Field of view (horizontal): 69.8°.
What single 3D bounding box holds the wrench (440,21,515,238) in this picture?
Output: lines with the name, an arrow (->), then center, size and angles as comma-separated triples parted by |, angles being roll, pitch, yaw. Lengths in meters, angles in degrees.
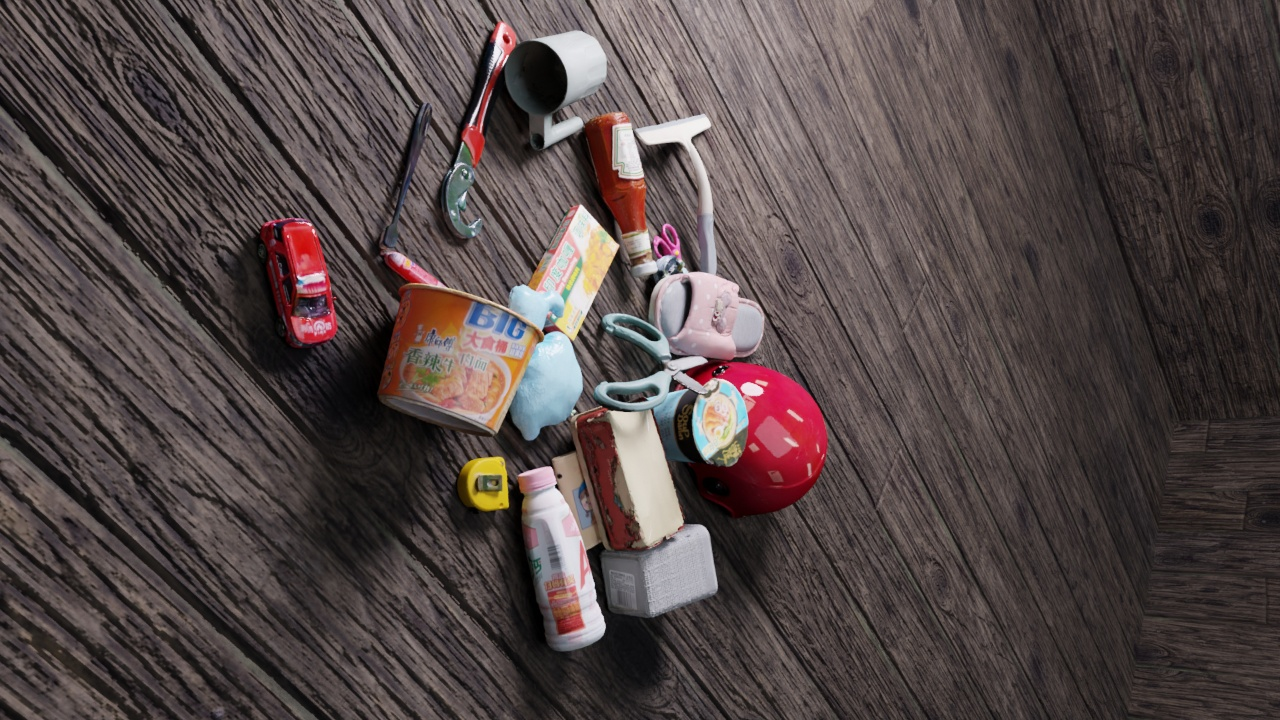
wrench -> -0.179, -0.265, 1.033 | 0.056, 0.016, 0.273 | 27, 65, -46

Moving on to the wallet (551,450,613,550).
wallet -> -0.059, 0.160, 1.095 | 0.087, 0.024, 0.115 | -18, 95, -42

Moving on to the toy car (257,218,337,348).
toy car -> -0.312, -0.071, 0.840 | 0.052, 0.045, 0.120 | -18, 100, -46

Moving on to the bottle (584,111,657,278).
bottle -> -0.020, -0.208, 1.166 | 0.059, 0.060, 0.206 | -23, 101, -47

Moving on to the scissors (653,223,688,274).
scissors -> 0.056, -0.123, 1.269 | 0.135, 0.017, 0.063 | 59, 44, -28

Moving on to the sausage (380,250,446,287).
sausage -> -0.212, -0.071, 0.966 | 0.156, 0.020, 0.020 | 41, 56, -36

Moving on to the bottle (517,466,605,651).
bottle -> -0.094, 0.218, 1.019 | 0.068, 0.068, 0.197 | -15, 91, -47

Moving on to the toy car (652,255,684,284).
toy car -> 0.043, -0.099, 1.236 | 0.042, 0.034, 0.091 | -57, 138, -34

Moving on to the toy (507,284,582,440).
toy -> -0.113, 0.005, 1.033 | 0.156, 0.050, 0.161 | 38, 69, -34

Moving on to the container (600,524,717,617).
container -> 0.019, 0.256, 1.117 | 0.114, 0.090, 0.090 | -10, 91, -45

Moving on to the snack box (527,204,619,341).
snack box -> -0.084, -0.104, 1.103 | 0.077, 0.027, 0.155 | 44, 54, -32

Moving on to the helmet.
helmet -> 0.166, 0.100, 1.262 | 0.240, 0.144, 0.206 | 44, 57, -33

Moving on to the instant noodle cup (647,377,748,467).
instant noodle cup -> 0.056, 0.081, 1.158 | 0.111, 0.121, 0.111 | 7, 80, -47

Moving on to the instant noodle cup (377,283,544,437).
instant noodle cup -> -0.182, 0.005, 0.901 | 0.151, 0.152, 0.111 | 29, 71, -41

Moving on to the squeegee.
squeegee -> 0.082, -0.211, 1.271 | 0.245, 0.039, 0.247 | -37, 119, -59

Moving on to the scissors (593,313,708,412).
scissors -> -0.007, 0.004, 1.096 | 0.169, 0.174, 0.019 | -26, 145, -42

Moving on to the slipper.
slipper -> 0.105, -0.054, 1.256 | 0.274, 0.054, 0.114 | 12, 89, -53

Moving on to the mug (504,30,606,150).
mug -> -0.098, -0.321, 1.085 | 0.103, 0.084, 0.124 | -45, 144, -53

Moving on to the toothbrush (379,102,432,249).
toothbrush -> -0.243, -0.194, 0.956 | 0.015, 0.018, 0.180 | 26, 64, -35

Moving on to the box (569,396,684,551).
box -> -0.010, 0.133, 1.076 | 0.091, 0.080, 0.168 | -18, 92, -49

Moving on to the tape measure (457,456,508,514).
tape measure -> -0.165, 0.133, 0.978 | 0.057, 0.029, 0.060 | 1, 83, -47
